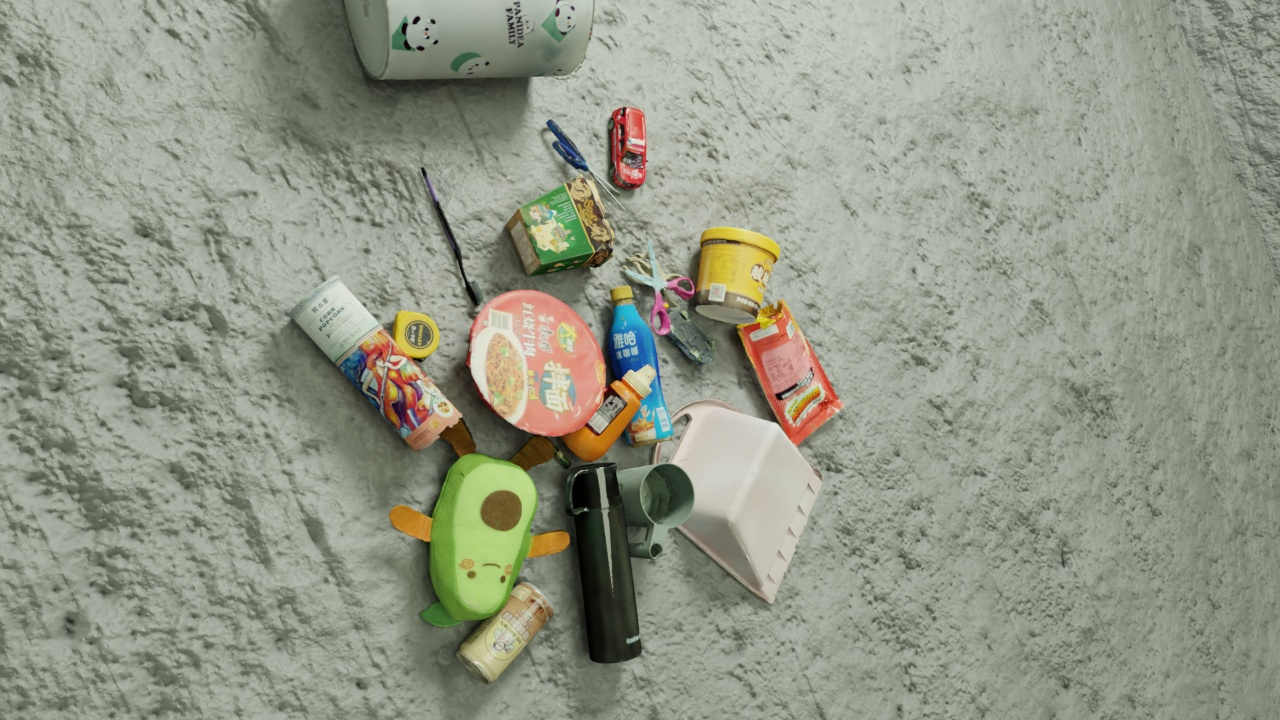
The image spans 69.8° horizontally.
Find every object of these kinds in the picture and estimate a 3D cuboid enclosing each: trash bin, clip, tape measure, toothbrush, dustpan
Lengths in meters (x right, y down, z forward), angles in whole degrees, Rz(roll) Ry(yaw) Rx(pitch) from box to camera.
[{"bbox_3d":[-0.218,-0.452,1.124,0.251,0.230,0.229,-15,89,-28],"label":"trash bin"},{"bbox_3d":[0.022,-0.120,1.313,0.100,0.035,0.070,32,64,-28],"label":"clip"},{"bbox_3d":[-0.275,-0.028,1.112,0.057,0.029,0.060,10,75,-29],"label":"tape measure"},{"bbox_3d":[-0.153,0.073,1.177,0.186,0.012,0.017,49,38,-15],"label":"toothbrush"},{"bbox_3d":[-0.240,-0.159,1.169,0.016,0.014,0.189,-24,93,-41],"label":"toothbrush"},{"bbox_3d":[0.137,0.185,1.340,0.222,0.139,0.273,-59,139,-28],"label":"dustpan"}]

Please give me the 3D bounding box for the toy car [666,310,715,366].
[{"bbox_3d":[0.068,-0.032,1.324,0.090,0.034,0.042,46,63,-6],"label":"toy car"}]

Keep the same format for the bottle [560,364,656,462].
[{"bbox_3d":[-0.036,0.063,1.192,0.149,0.067,0.067,-46,107,-2],"label":"bottle"}]

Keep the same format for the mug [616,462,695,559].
[{"bbox_3d":[0.004,0.197,1.197,0.083,0.104,0.123,23,70,-26],"label":"mug"}]

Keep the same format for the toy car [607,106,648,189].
[{"bbox_3d":[-0.016,-0.307,1.320,0.052,0.045,0.120,3,81,-30],"label":"toy car"}]

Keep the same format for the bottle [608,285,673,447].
[{"bbox_3d":[-0.007,0.007,1.251,0.065,0.065,0.218,-10,85,-33],"label":"bottle"}]

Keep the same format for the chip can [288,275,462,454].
[{"bbox_3d":[-0.301,0.007,1.052,0.214,0.071,0.071,49,60,-8],"label":"chip can"}]

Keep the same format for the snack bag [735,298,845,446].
[{"bbox_3d":[0.228,0.019,1.400,0.128,0.073,0.208,-37,105,-31],"label":"snack bag"}]

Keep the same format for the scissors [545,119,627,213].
[{"bbox_3d":[-0.077,-0.268,1.252,0.162,0.012,0.175,54,15,20],"label":"scissors"}]

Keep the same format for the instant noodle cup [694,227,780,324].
[{"bbox_3d":[0.135,-0.121,1.338,0.118,0.119,0.114,19,79,-28],"label":"instant noodle cup"}]

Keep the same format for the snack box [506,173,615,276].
[{"bbox_3d":[-0.110,-0.169,1.204,0.105,0.118,0.118,-22,90,-21],"label":"snack box"}]

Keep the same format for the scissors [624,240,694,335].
[{"bbox_3d":[0.031,-0.104,1.292,0.133,0.017,0.133,-16,96,-39],"label":"scissors"}]

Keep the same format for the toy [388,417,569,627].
[{"bbox_3d":[-0.186,0.192,1.089,0.226,0.090,0.246,14,70,-23],"label":"toy"}]

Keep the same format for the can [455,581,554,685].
[{"bbox_3d":[-0.160,0.324,1.097,0.116,0.059,0.058,-44,104,-30],"label":"can"}]

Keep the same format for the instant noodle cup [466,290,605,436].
[{"bbox_3d":[-0.141,0.010,1.154,0.193,0.066,0.193,16,61,-33],"label":"instant noodle cup"}]

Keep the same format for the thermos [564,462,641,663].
[{"bbox_3d":[-0.054,0.254,1.154,0.089,0.069,0.242,-8,91,-49],"label":"thermos"}]
